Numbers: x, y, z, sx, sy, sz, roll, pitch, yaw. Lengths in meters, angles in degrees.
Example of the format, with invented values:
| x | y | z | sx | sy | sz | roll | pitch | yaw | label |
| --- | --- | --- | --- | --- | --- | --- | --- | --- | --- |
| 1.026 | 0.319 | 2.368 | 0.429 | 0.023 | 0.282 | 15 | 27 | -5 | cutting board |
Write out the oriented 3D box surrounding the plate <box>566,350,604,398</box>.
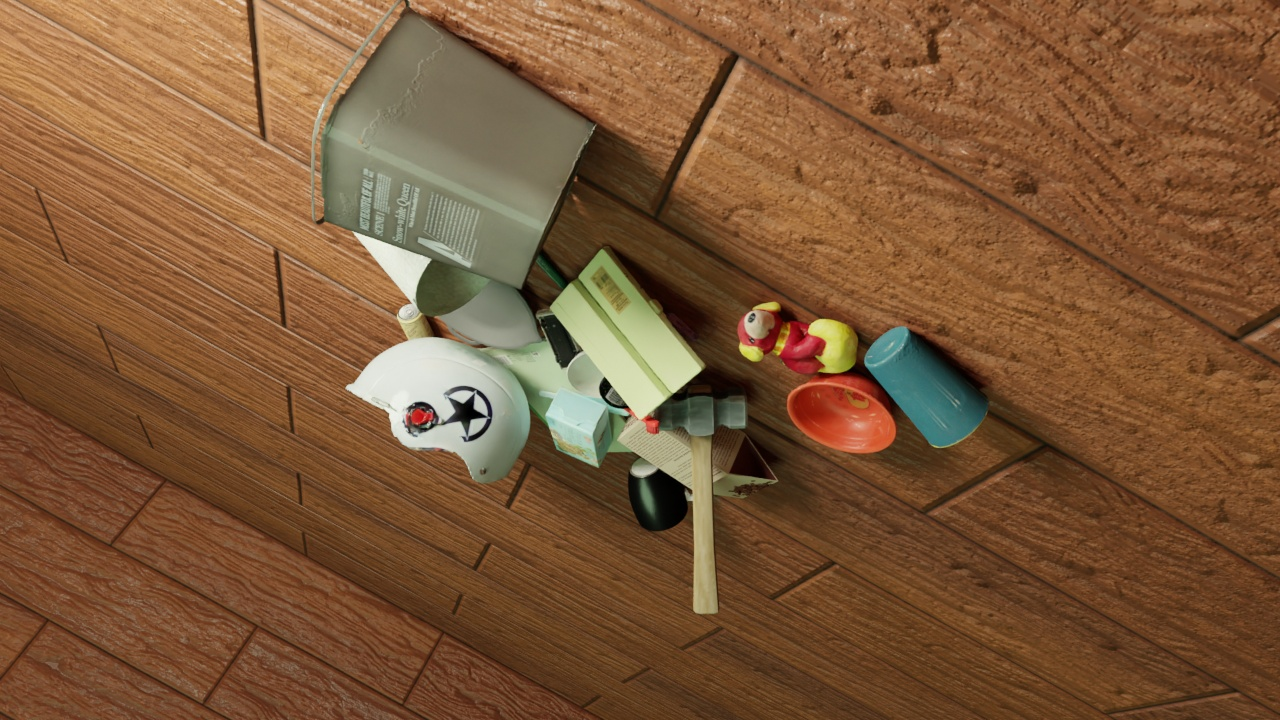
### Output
| x | y | z | sx | sy | sz | roll | pitch | yaw | label |
| --- | --- | --- | --- | --- | --- | --- | --- | --- | --- |
| -0.047 | 0.010 | 1.238 | 0.104 | 0.026 | 0.104 | -2 | 139 | -2 | plate |

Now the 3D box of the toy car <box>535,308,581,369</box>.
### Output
| x | y | z | sx | sy | sz | roll | pitch | yaw | label |
| --- | --- | --- | --- | --- | --- | --- | --- | --- | --- |
| -0.105 | -0.033 | 1.230 | 0.039 | 0.039 | 0.113 | -8 | 137 | 11 | toy car |

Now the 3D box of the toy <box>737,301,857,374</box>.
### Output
| x | y | z | sx | sy | sz | roll | pitch | yaw | label |
| --- | --- | --- | --- | --- | --- | --- | --- | --- | --- |
| 0.174 | -0.020 | 1.024 | 0.137 | 0.067 | 0.106 | 15 | 150 | -1 | toy |

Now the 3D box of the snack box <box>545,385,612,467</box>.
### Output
| x | y | z | sx | sy | sz | roll | pitch | yaw | label |
| --- | --- | --- | --- | --- | --- | --- | --- | --- | --- |
| -0.087 | 0.100 | 1.338 | 0.075 | 0.053 | 0.175 | 22 | 161 | 9 | snack box |

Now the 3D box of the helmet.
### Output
| x | y | z | sx | sy | sz | roll | pitch | yaw | label |
| --- | --- | --- | --- | --- | --- | --- | --- | --- | --- |
| -0.278 | 0.053 | 1.340 | 0.264 | 0.163 | 0.237 | 31 | 174 | -9 | helmet |

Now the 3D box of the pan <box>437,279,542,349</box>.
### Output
| x | y | z | sx | sy | sz | roll | pitch | yaw | label |
| --- | --- | --- | --- | --- | --- | --- | --- | --- | --- |
| -0.207 | -0.116 | 1.203 | 0.216 | 0.024 | 0.356 | 30 | 148 | -2 | pan |

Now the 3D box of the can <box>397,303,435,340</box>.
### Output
| x | y | z | sx | sy | sz | roll | pitch | yaw | label |
| --- | --- | --- | --- | --- | --- | --- | --- | --- | --- |
| -0.337 | -0.048 | 1.385 | 0.038 | 0.038 | 0.080 | 15 | 145 | 21 | can |

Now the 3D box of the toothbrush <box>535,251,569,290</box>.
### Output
| x | y | z | sx | sy | sz | roll | pitch | yaw | label |
| --- | --- | --- | --- | --- | --- | --- | --- | --- | --- |
| -0.084 | -0.086 | 1.160 | 0.017 | 0.016 | 0.190 | -9 | 133 | 47 | toothbrush |

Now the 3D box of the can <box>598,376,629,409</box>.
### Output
| x | y | z | sx | sy | sz | roll | pitch | yaw | label |
| --- | --- | --- | --- | --- | --- | --- | --- | --- | --- |
| -0.007 | 0.007 | 1.173 | 0.054 | 0.053 | 0.138 | 31 | 134 | -3 | can |

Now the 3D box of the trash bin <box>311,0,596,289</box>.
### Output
| x | y | z | sx | sy | sz | roll | pitch | yaw | label |
| --- | --- | --- | --- | --- | --- | --- | --- | --- | --- |
| -0.183 | -0.200 | 0.927 | 0.220 | 0.197 | 0.198 | 25 | 149 | -7 | trash bin |

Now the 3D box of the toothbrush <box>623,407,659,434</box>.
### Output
| x | y | z | sx | sy | sz | roll | pitch | yaw | label |
| --- | --- | --- | --- | --- | --- | --- | --- | --- | --- |
| -0.015 | 0.069 | 1.230 | 0.212 | 0.012 | 0.018 | -154 | 55 | -68 | toothbrush |

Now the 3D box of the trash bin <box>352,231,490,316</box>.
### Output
| x | y | z | sx | sy | sz | roll | pitch | yaw | label |
| --- | --- | --- | --- | --- | --- | --- | --- | --- | --- |
| -0.260 | -0.153 | 1.071 | 0.161 | 0.133 | 0.133 | 42 | 152 | 18 | trash bin |

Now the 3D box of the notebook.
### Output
| x | y | z | sx | sy | sz | roll | pitch | yaw | label |
| --- | --- | --- | --- | --- | --- | --- | --- | --- | --- |
| -0.118 | 0.060 | 1.396 | 0.182 | 0.010 | 0.252 | -7 | 133 | 43 | notebook |

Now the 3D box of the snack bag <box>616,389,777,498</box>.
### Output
| x | y | z | sx | sy | sz | roll | pitch | yaw | label |
| --- | --- | --- | --- | --- | --- | --- | --- | --- | --- |
| 0.084 | 0.125 | 1.278 | 0.206 | 0.069 | 0.095 | 34 | 148 | -9 | snack bag |

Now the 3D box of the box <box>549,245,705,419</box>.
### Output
| x | y | z | sx | sy | sz | roll | pitch | yaw | label |
| --- | --- | --- | --- | --- | --- | --- | --- | --- | --- |
| -0.019 | -0.031 | 1.106 | 0.187 | 0.024 | 0.138 | 52 | 133 | 2 | box |

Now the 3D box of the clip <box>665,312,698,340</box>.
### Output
| x | y | z | sx | sy | sz | roll | pitch | yaw | label |
| --- | --- | --- | --- | --- | --- | --- | --- | --- | --- |
| 0.052 | -0.038 | 1.128 | 0.046 | 0.014 | 0.050 | 15 | 147 | 21 | clip |

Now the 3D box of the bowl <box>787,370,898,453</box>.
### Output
| x | y | z | sx | sy | sz | roll | pitch | yaw | label |
| --- | --- | --- | --- | --- | --- | --- | --- | --- | --- |
| 0.241 | 0.053 | 1.079 | 0.130 | 0.045 | 0.131 | 20 | 147 | 13 | bowl |

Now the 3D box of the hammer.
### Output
| x | y | z | sx | sy | sz | roll | pitch | yaw | label |
| --- | --- | --- | --- | --- | --- | --- | --- | --- | --- |
| 0.083 | 0.188 | 1.211 | 0.117 | 0.051 | 0.323 | -2 | 107 | 3 | hammer |

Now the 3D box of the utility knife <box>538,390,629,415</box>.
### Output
| x | y | z | sx | sy | sz | roll | pitch | yaw | label |
| --- | --- | --- | --- | --- | --- | --- | --- | --- | --- |
| -0.083 | 0.057 | 1.335 | 0.177 | 0.022 | 0.016 | 9 | 141 | 35 | utility knife |

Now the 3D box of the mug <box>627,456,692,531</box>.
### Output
| x | y | z | sx | sy | sz | roll | pitch | yaw | label |
| --- | --- | --- | --- | --- | --- | --- | --- | --- | --- |
| 0.038 | 0.196 | 1.417 | 0.119 | 0.084 | 0.100 | -14 | 122 | 8 | mug |

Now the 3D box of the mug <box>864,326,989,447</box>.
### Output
| x | y | z | sx | sy | sz | roll | pitch | yaw | label |
| --- | --- | --- | --- | --- | --- | --- | --- | --- | --- |
| 0.299 | 0.024 | 0.974 | 0.121 | 0.078 | 0.078 | 43 | 146 | -13 | mug |
